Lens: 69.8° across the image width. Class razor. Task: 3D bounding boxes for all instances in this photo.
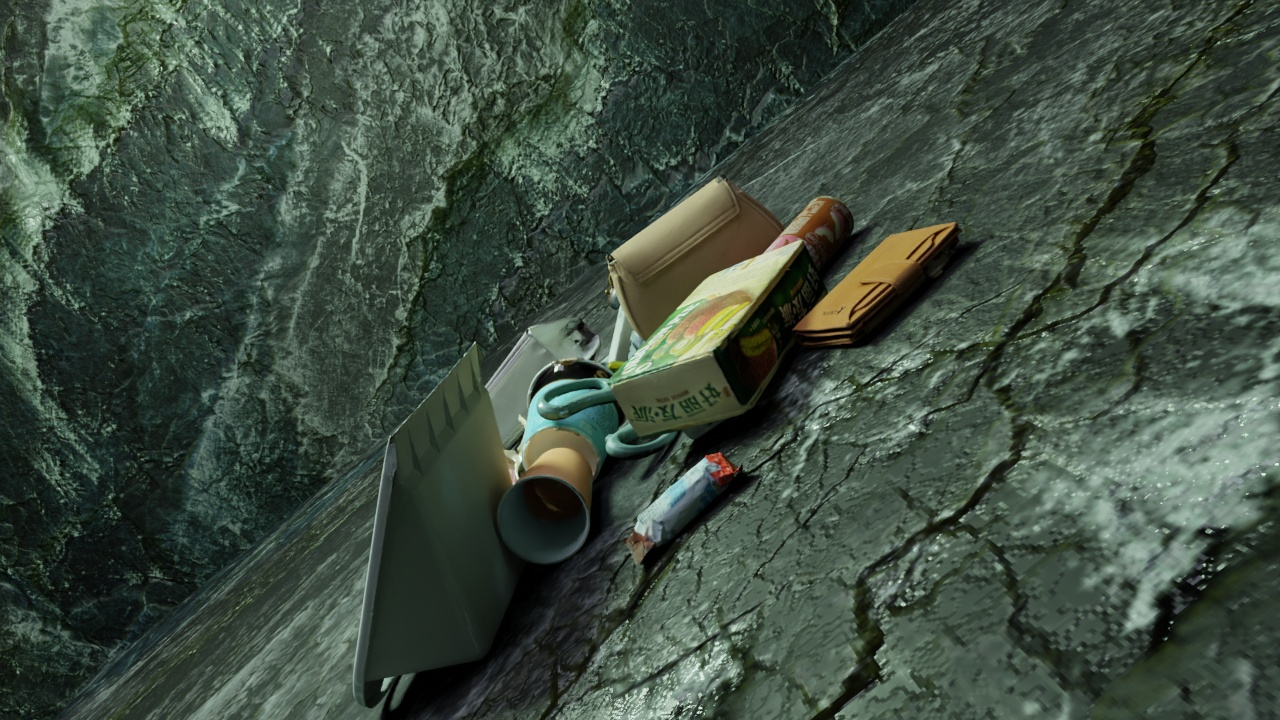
[{"bbox_3d":[-0.006,0.006,1.082,0.022,0.042,0.143,-56,19,-23],"label":"razor"}]

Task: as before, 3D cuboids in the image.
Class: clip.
[{"bbox_3d":[-0.119,0.096,0.986,0.089,0.035,0.104,-43,40,-22],"label":"clip"}]

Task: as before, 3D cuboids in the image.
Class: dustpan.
[{"bbox_3d":[-0.190,0.150,0.764,0.143,0.258,0.222,-13,17,10],"label":"dustpan"}]

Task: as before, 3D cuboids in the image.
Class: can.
[{"bbox_3d":[0.171,-0.115,0.976,0.147,0.058,0.058,-47,13,-33],"label":"can"}]

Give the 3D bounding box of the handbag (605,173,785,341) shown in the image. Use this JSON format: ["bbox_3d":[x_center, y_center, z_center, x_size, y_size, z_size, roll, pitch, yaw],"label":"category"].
[{"bbox_3d":[0.067,-0.107,1.051,0.204,0.148,0.099,-35,13,1],"label":"handbag"}]

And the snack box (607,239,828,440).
[{"bbox_3d":[0.077,-0.025,0.826,0.115,0.063,0.239,-18,18,35],"label":"snack box"}]

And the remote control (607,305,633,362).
[{"bbox_3d":[-0.022,-0.030,1.166,0.056,0.019,0.135,-124,46,-76],"label":"remote control"}]

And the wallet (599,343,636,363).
[{"bbox_3d":[-0.039,0.013,1.268,0.097,0.019,0.121,-41,12,0],"label":"wallet"}]

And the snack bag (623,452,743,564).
[{"bbox_3d":[0.030,0.102,0.657,0.105,0.026,0.045,-41,20,-4],"label":"snack bag"}]

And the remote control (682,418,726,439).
[{"bbox_3d":[0.066,0.029,0.846,0.056,0.020,0.135,-37,12,17],"label":"remote control"}]

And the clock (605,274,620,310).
[{"bbox_3d":[0.006,-0.079,1.219,0.082,0.122,0.055,-38,24,6],"label":"clock"}]

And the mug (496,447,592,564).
[{"bbox_3d":[-0.077,0.122,0.819,0.078,0.078,0.122,-38,6,10],"label":"mug"}]

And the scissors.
[{"bbox_3d":[-0.004,0.049,0.875,0.174,0.019,0.176,-9,30,-22],"label":"scissors"}]

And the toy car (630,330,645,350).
[{"bbox_3d":[0.032,-0.040,1.146,0.037,0.054,0.120,-32,12,42],"label":"toy car"}]

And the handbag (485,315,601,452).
[{"bbox_3d":[-0.146,0.039,1.232,0.197,0.098,0.144,-47,1,25],"label":"handbag"}]

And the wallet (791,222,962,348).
[{"bbox_3d":[0.195,-0.061,0.761,0.131,0.031,0.108,-43,10,-11],"label":"wallet"}]

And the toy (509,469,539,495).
[{"bbox_3d":[-0.167,0.150,1.019,0.160,0.054,0.121,-22,32,22],"label":"toy"}]

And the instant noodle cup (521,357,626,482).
[{"bbox_3d":[-0.074,0.071,0.941,0.111,0.111,0.120,-35,18,21],"label":"instant noodle cup"}]
